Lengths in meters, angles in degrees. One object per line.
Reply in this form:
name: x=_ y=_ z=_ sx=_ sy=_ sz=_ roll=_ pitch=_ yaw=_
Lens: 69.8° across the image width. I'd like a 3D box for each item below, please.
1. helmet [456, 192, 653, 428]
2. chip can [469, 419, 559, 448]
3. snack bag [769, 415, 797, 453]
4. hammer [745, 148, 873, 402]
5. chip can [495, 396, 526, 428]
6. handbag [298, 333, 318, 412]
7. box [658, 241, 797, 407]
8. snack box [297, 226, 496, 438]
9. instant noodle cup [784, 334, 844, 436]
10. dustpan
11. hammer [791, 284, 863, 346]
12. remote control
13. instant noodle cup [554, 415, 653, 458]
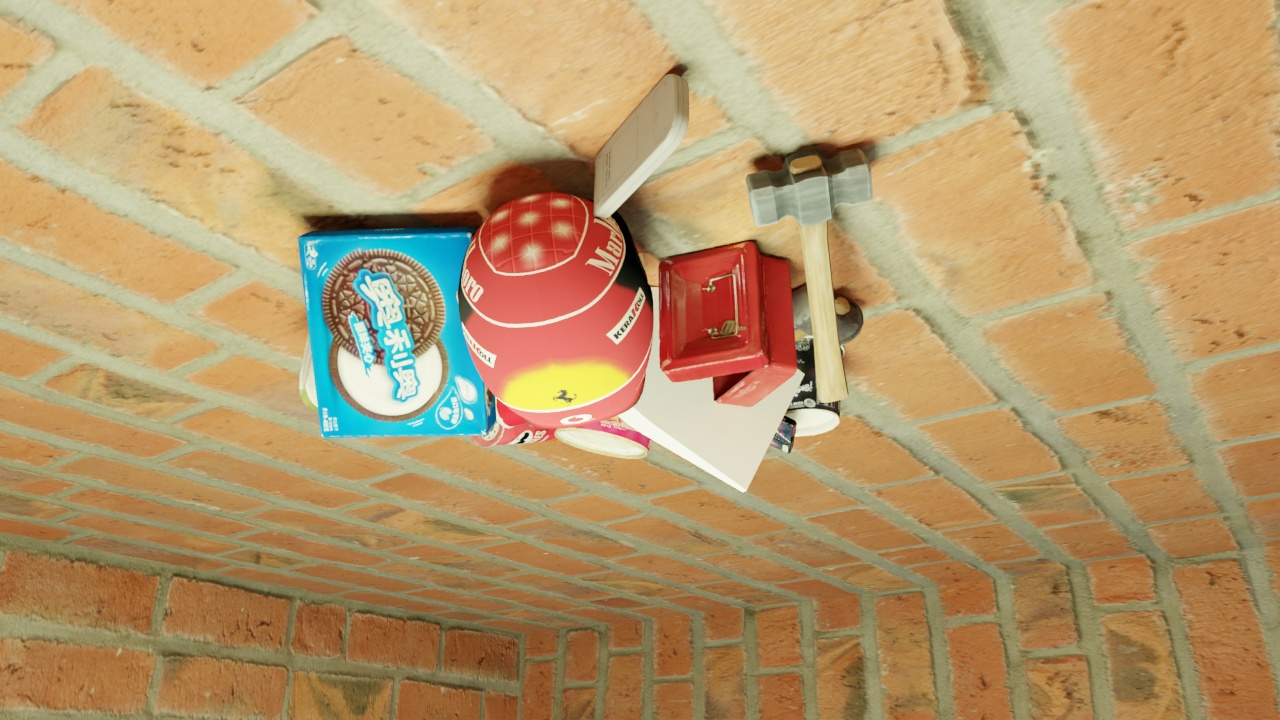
helmet: x=-0.087 y=-0.066 z=0.961 sx=0.198 sy=0.270 sz=0.225 roll=-11 pitch=133 yaw=3
chip can: x=-0.157 y=0.090 z=1.387 sx=0.073 sy=0.073 sz=0.232 roll=-16 pitch=170 yaw=31
snack bag: x=0.145 y=0.076 z=1.279 sx=0.155 sy=0.018 sz=0.075 roll=25 pitch=148 yaw=22
hammer: x=0.195 y=-0.075 z=0.995 sx=0.117 sy=0.051 sz=0.323 roll=-12 pitch=131 yaw=6
chip can: x=-0.096 y=0.038 z=1.222 sx=0.215 sy=0.051 sz=0.051 roll=-18 pitch=149 yaw=26
handbag: x=-0.326 y=-0.003 z=1.174 sx=0.199 sy=0.141 sz=0.096 roll=-2 pitch=158 yaw=22
box: x=0.118 y=-0.037 z=1.093 sx=0.147 sy=0.157 sz=0.156 roll=-11 pitch=151 yaw=25
snack box: x=-0.272 y=-0.030 z=1.046 sx=0.195 sy=0.239 sz=0.056 roll=-1 pitch=-166 yaw=3
instant noodle cup: x=0.227 y=0.041 z=1.308 sx=0.137 sy=0.112 sz=0.137 roll=0 pitch=154 yaw=0
dustpan: x=0.055 y=0.022 z=1.149 sx=0.257 sy=0.191 sz=0.053 roll=36 pitch=148 yaw=-5
hammer: x=0.155 y=-0.005 z=1.257 sx=0.098 sy=0.052 sz=0.329 roll=18 pitch=146 yaw=-33
remote control: x=0.000 y=-0.197 z=0.848 sx=0.019 sy=0.074 sz=0.151 roll=15 pitch=151 yaw=-27
instant noodle cup: x=-0.050 y=0.089 z=1.331 sx=0.179 sy=0.077 sz=0.179 roll=12 pitch=163 yaw=4
